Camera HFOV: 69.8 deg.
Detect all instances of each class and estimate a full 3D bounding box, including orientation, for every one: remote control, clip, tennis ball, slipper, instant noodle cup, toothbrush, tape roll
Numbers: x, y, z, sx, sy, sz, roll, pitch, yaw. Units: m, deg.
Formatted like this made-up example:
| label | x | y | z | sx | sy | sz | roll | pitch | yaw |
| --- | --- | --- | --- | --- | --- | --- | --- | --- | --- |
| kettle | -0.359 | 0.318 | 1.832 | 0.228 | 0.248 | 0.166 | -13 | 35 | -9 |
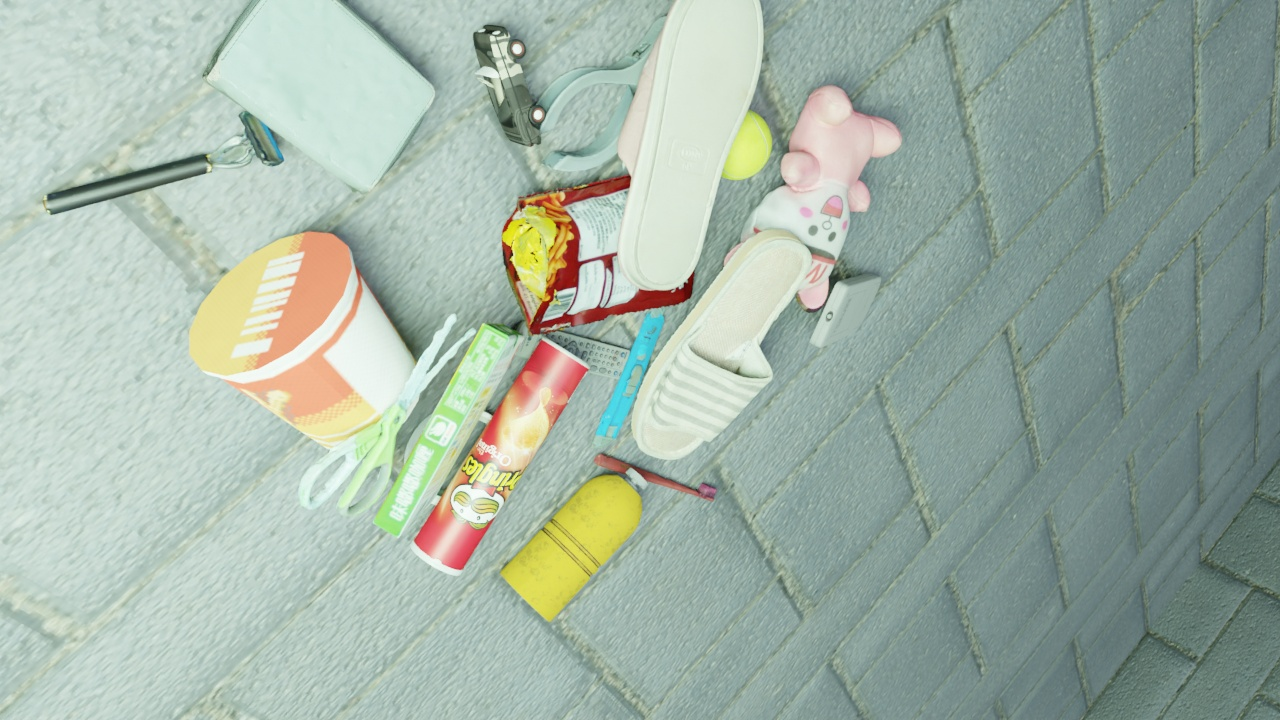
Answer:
| label | x | y | z | sx | sy | sz | roll | pitch | yaw |
| --- | --- | --- | --- | --- | --- | --- | --- | --- | --- |
| remote control | -0.065 | -0.009 | 0.857 | 0.136 | 0.013 | 0.033 | 15 | 100 | -42 |
| clip | -0.018 | -0.208 | 0.790 | 0.163 | 0.028 | 0.115 | -39 | 132 | -17 |
| tennis ball | 0.089 | -0.201 | 0.853 | 0.065 | 0.065 | 0.065 | -18 | 121 | -32 |
| slipper | 0.081 | -0.006 | 0.907 | 0.114 | 0.054 | 0.273 | 14 | 117 | -30 |
| remote control | 0.232 | -0.060 | 1.033 | 0.150 | 0.019 | 0.074 | -18 | 134 | -59 |
| instant noodle cup | -0.229 | -0.005 | 0.660 | 0.123 | 0.123 | 0.121 | -45 | 139 | -14 |
| toothbrush | 0.021 | 0.126 | 0.992 | 0.189 | 0.016 | 0.016 | 24 | 90 | -43 |
| tape roll | -0.164 | 0.084 | 0.818 | 0.093 | 0.018 | 0.094 | -18 | 121 | -32 |
| slipper | 0.034 | -0.194 | 0.781 | 0.114 | 0.054 | 0.274 | 12 | 96 | -41 |

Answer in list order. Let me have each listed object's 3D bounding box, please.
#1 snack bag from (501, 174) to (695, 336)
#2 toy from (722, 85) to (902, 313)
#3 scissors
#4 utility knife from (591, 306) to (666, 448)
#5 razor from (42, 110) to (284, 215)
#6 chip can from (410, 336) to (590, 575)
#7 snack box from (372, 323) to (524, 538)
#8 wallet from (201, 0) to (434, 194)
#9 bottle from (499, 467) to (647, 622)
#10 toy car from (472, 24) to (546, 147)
| label | x | y | z | sx | sy | sz | roll | pitch | yaw |
| --- | --- | --- | --- | --- | --- | --- | --- | --- | --- |
| snack bag | -0.018 | -0.099 | 0.819 | 0.207 | 0.067 | 0.139 | -17 | 116 | -36 |
| toy | 0.173 | -0.162 | 0.929 | 0.141 | 0.084 | 0.213 | 15 | 100 | -42 |
| scissors | -0.173 | 0.041 | 0.663 | 0.175 | 0.032 | 0.093 | -48 | 151 | -9 |
| utility knife | -0.005 | 0.005 | 0.913 | 0.031 | 0.015 | 0.185 | 12 | 101 | -47 |
| razor | -0.311 | -0.123 | 0.599 | 0.144 | 0.022 | 0.043 | -25 | 83 | -23 |
| chip can | -0.121 | 0.082 | 0.803 | 0.051 | 0.052 | 0.214 | 34 | 87 | -43 |
| snack box | -0.147 | 0.048 | 0.723 | 0.027 | 0.132 | 0.168 | 30 | 91 | -3 |
| wallet | -0.216 | -0.188 | 0.622 | 0.131 | 0.054 | 0.100 | 41 | 74 | -41 |
| bottle | -0.058 | 0.175 | 0.915 | 0.163 | 0.071 | 0.071 | -46 | 132 | -13 |
| toy car | -0.104 | -0.209 | 0.707 | 0.037 | 0.040 | 0.092 | -31 | 124 | -21 |
